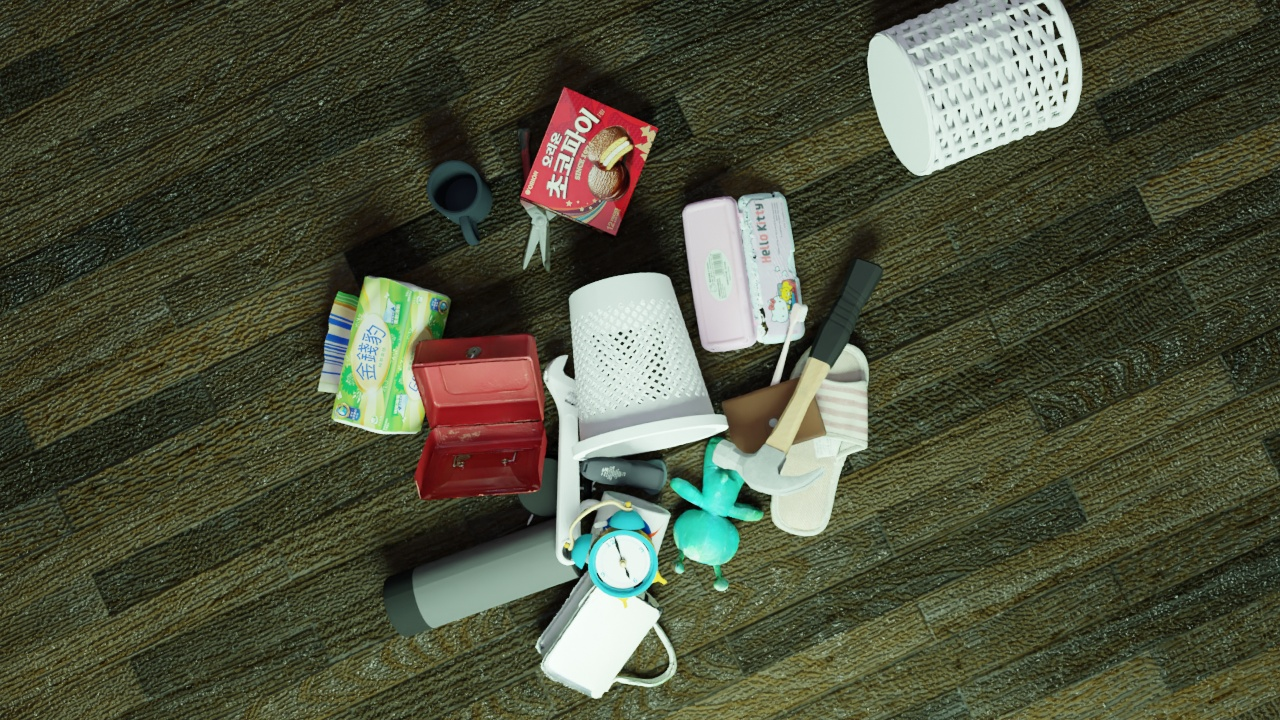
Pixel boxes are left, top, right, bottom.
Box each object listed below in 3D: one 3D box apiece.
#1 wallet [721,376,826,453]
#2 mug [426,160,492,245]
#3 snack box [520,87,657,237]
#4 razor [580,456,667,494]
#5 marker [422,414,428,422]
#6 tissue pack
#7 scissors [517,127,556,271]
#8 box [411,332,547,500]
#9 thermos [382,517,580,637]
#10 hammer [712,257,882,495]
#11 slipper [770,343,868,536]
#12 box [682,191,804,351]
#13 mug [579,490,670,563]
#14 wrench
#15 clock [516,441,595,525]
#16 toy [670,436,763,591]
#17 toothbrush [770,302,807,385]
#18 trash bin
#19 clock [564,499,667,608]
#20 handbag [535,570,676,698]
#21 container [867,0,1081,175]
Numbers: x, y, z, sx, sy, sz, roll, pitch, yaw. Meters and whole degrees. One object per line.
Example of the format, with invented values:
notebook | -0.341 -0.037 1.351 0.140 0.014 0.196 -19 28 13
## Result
wallet | 0.171 0.074 1.186 0.121 0.013 0.087 -19 65 14
mug | -0.233 -0.203 1.208 0.071 0.077 0.105 -15 88 1
snack box | -0.068 -0.260 1.213 0.132 0.036 0.152 22 90 -8
razor | -0.021 0.144 1.179 0.052 0.142 0.047 13 89 42
marker | -0.238 0.076 1.237 0.152 0.011 0.011 -2 89 1
tissue pack | -0.350 -0.012 1.197 0.141 0.120 0.197 13 83 17
scissors | -0.130 -0.229 1.237 0.179 0.015 0.185 -40 89 1
box | -0.204 0.059 1.152 0.157 0.156 0.170 -5 113 0
thermos | -0.205 0.282 1.196 0.240 0.082 0.082 -20 88 1
hammer | 0.220 0.017 1.164 0.131 0.039 0.327 24 78 23
slipper | 0.236 0.103 1.201 0.115 0.052 0.263 14 90 3
box | 0.137 -0.118 1.204 0.153 0.066 0.201 -9 90 1
mug | -0.032 0.222 1.188 0.121 0.091 0.090 18 89 3
wrench | -0.093 0.124 1.183 0.066 0.018 0.273 10 69 -31
clock | -0.112 0.159 1.215 0.121 0.042 0.091 -29 88 1
toy | 0.097 0.195 1.199 0.130 0.072 0.193 17 80 2
toothbrush | 0.186 0.012 1.208 0.018 0.016 0.181 6 105 -37
trash bin | -0.007 0.007 1.154 0.195 0.195 0.199 -12 79 1
clock | -0.029 0.234 1.121 0.099 0.043 0.129 -33 95 1
handbag | -0.030 0.369 1.206 0.176 0.074 0.151 34 91 -17
container | 0.406 -0.349 1.136 0.187 0.189 0.189 -21 88 2
